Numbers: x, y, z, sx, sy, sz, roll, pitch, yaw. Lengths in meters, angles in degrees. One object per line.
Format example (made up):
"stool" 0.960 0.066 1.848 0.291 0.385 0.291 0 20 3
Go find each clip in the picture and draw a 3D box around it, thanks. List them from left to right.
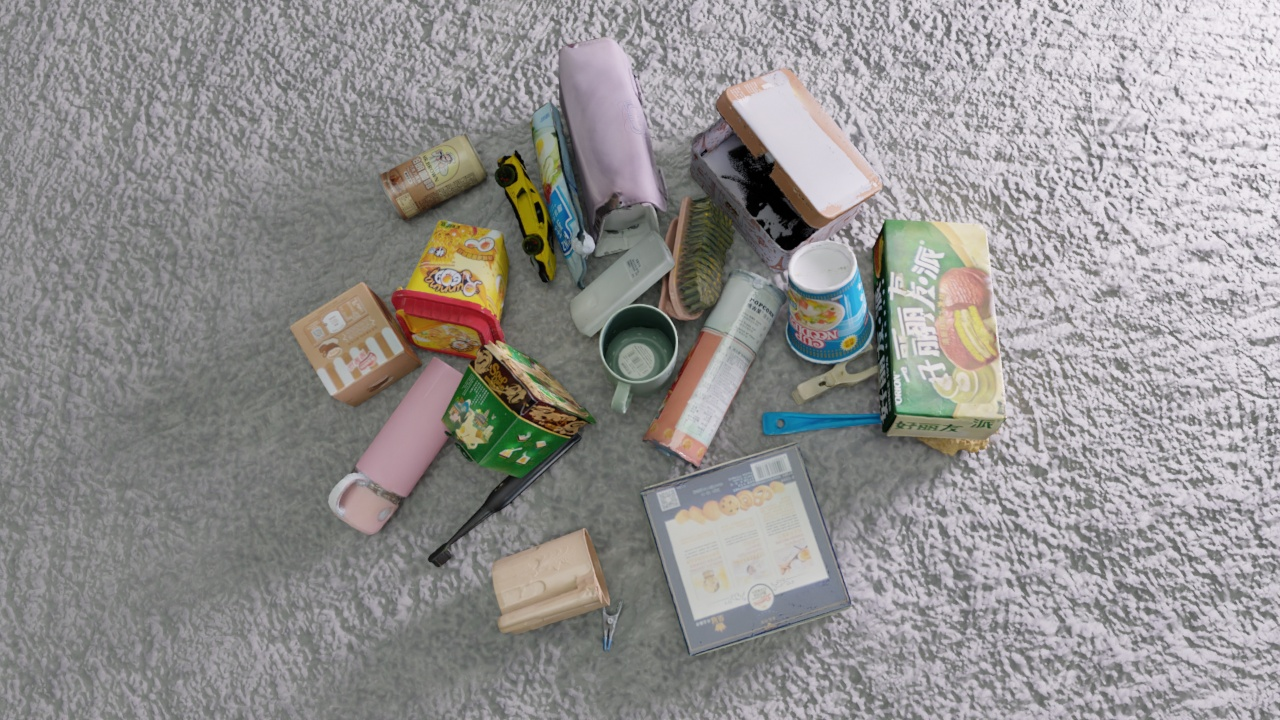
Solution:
"clip" -0.032 0.282 0.979 0.028 0.024 0.056 7 72 -1
"clip" 0.218 0.020 1.027 0.103 0.076 0.034 -30 80 5

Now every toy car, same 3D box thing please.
"toy car" -0.125 -0.162 1.047 0.041 0.071 0.155 -20 81 1

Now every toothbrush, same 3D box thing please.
"toothbrush" -0.150 0.149 1.007 0.212 0.026 0.027 -43 120 -6

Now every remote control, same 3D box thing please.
"remote control" -0.022 -0.084 1.018 0.135 0.019 0.056 -40 45 17

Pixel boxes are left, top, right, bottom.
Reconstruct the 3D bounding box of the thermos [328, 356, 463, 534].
"thermos" -0.259 0.090 0.991 0.067 0.087 0.198 31 79 27

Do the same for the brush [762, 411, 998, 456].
"brush" 0.262 0.066 1.011 0.255 0.046 0.083 -2 82 5

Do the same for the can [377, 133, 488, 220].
"can" -0.240 -0.213 1.065 0.116 0.058 0.058 -28 79 -5

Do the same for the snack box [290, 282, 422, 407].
"snack box" -0.313 -0.016 1.017 0.092 0.077 0.094 -33 79 -5

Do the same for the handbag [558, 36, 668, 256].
"handbag" -0.032 -0.235 1.021 0.098 0.145 0.197 -13 79 1

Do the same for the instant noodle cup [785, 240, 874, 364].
"instant noodle cup" 0.198 -0.067 0.983 0.099 0.110 0.099 -9 52 12

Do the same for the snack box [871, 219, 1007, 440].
"snack box" 0.317 -0.036 0.989 0.114 0.063 0.239 4 65 2

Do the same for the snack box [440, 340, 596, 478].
"snack box" -0.138 0.058 0.979 0.106 0.117 0.118 -50 57 6

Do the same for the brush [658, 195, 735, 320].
"brush" 0.056 -0.108 1.022 0.073 0.063 0.145 -12 56 38

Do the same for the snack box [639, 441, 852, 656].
"snack box" 0.110 0.200 0.980 0.178 0.046 0.182 -16 79 -2

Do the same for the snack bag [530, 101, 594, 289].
"snack bag" -0.086 -0.183 1.030 0.038 0.110 0.191 -10 76 -20

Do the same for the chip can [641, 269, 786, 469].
"chip can" 0.082 0.009 1.006 0.071 0.071 0.214 27 80 6

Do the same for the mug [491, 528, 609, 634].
"mug" -0.092 0.235 0.940 0.103 0.124 0.084 -19 99 -1

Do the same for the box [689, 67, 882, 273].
"box" 0.163 -0.218 1.006 0.148 0.158 0.181 -38 80 -5

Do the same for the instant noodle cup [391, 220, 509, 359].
"instant noodle cup" -0.200 -0.079 1.017 0.116 0.116 0.123 11 67 4

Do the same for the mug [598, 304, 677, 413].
"mug" -0.006 0.006 0.990 0.082 0.106 0.111 19 79 4
